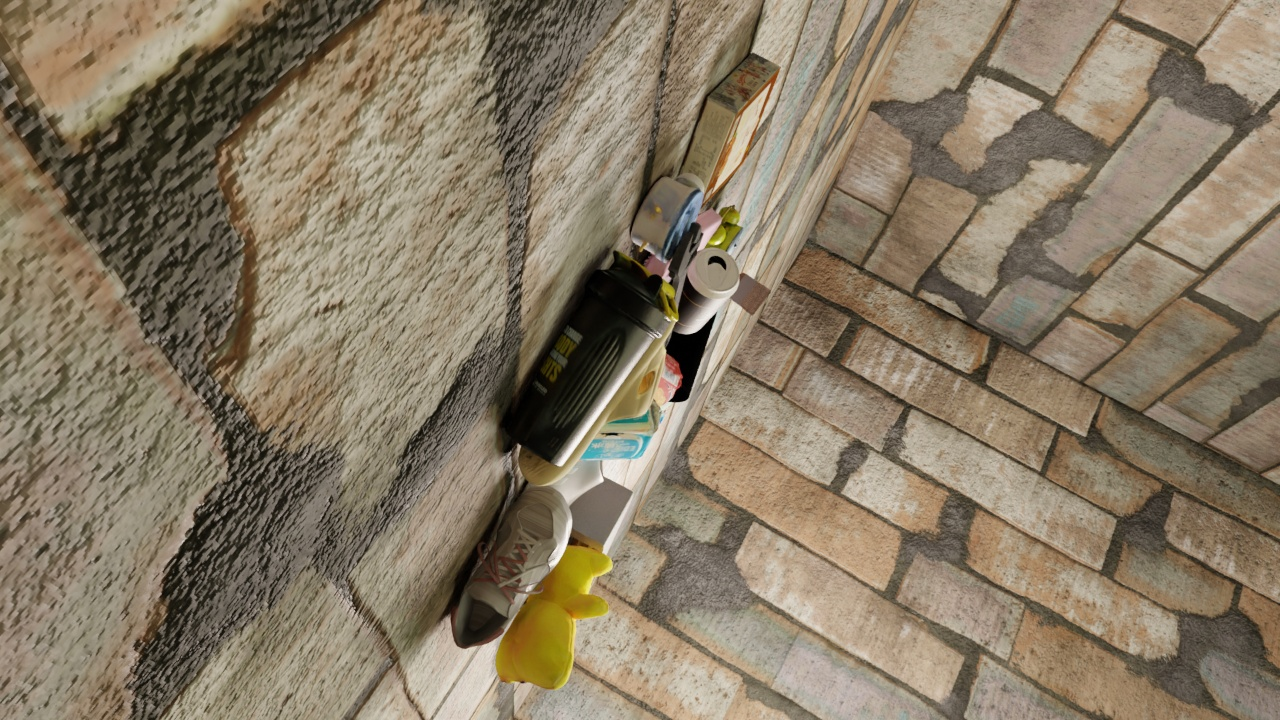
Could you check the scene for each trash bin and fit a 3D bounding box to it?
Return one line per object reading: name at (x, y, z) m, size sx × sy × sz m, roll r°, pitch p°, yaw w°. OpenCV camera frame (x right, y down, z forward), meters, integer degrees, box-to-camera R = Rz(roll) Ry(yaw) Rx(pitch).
trash bin at (-0.112, 0.280, 1.375) m, size 0.114 × 0.114 × 0.229 m, roll -57°, pitch 171°, yaw -50°

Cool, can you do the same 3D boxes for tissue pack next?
tissue pack at (-0.043, 0.083, 1.125) m, size 0.093 × 0.144 × 0.061 m, roll 108°, pitch -24°, yaw -56°

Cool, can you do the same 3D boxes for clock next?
clock at (0.123, -0.190, 1.425) m, size 0.083 × 0.057 × 0.119 m, roll -53°, pitch 169°, yaw -36°
clock at (0.036, -0.163, 1.030) m, size 0.125 × 0.052 × 0.089 m, roll -47°, pitch 164°, yaw -56°

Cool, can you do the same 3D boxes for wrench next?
wrench at (0.042, -0.079, 1.110) m, size 0.073 × 0.018 × 0.274 m, roll -60°, pitch 172°, yaw -25°

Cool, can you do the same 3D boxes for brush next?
brush at (0.118, -0.124, 1.322) m, size 0.045 × 0.143 × 0.008 m, roll -51°, pitch 169°, yaw -6°

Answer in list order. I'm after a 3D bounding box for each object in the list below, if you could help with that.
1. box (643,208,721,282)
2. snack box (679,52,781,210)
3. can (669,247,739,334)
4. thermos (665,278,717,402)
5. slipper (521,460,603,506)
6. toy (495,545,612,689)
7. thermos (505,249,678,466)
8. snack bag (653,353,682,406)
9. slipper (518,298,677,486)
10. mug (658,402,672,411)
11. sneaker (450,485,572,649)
box at (0.033, -0.122, 1.197) m, size 0.153 × 0.037 × 0.200 m, roll -57°, pitch 173°, yaw 28°
snack box at (0.103, -0.272, 1.095) m, size 0.146 × 0.041 × 0.143 m, roll -52°, pitch 168°, yaw -43°
can at (0.074, -0.089, 1.191) m, size 0.071 × 0.072 × 0.129 m, roll -56°, pitch -177°, yaw -29°
thermos at (0.060, -0.044, 1.366) m, size 0.086 × 0.086 × 0.198 m, roll 101°, pitch 8°, yaw -64°
slipper at (-0.071, 0.116, 1.227) m, size 0.265 × 0.080 × 0.113 m, roll -59°, pitch 174°, yaw -8°
toy at (-0.116, 0.331, 1.206) m, size 0.135 × 0.087 × 0.193 m, roll -11°, pitch -136°, yaw 43°
thermos at (-0.049, 0.000, 0.947) m, size 0.221 × 0.098 × 0.098 m, roll -57°, pitch 171°, yaw 1°
snack bag at (-0.007, 0.007, 1.160) m, size 0.082 × 0.082 × 0.176 m, roll -60°, pitch 151°, yaw -2°
slipper at (-0.039, 0.036, 1.039) m, size 0.079 × 0.111 × 0.261 m, roll 39°, pitch 86°, yaw -40°
mug at (-0.005, 0.056, 1.448) m, size 0.112 × 0.084 × 0.103 m, roll -30°, pitch -176°, yaw 44°
sneaker at (-0.163, 0.263, 1.125) m, size 0.236 × 0.099 × 0.089 m, roll -60°, pitch -177°, yaw 18°
